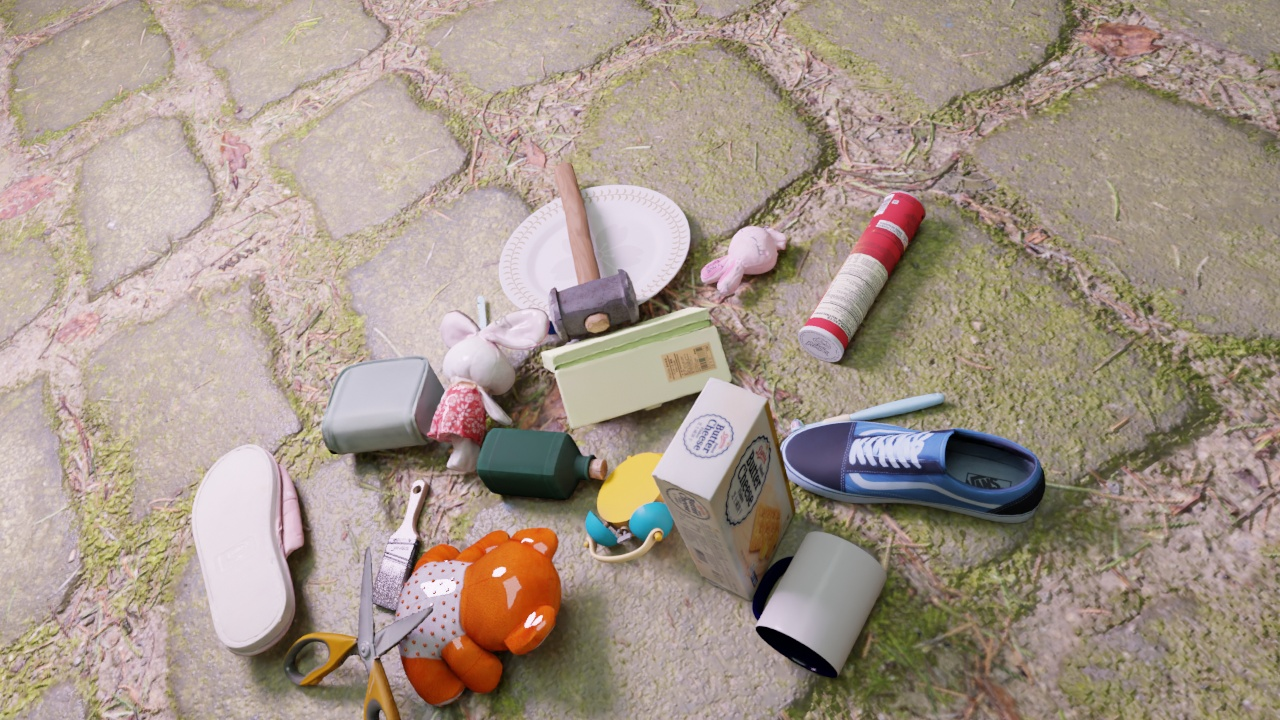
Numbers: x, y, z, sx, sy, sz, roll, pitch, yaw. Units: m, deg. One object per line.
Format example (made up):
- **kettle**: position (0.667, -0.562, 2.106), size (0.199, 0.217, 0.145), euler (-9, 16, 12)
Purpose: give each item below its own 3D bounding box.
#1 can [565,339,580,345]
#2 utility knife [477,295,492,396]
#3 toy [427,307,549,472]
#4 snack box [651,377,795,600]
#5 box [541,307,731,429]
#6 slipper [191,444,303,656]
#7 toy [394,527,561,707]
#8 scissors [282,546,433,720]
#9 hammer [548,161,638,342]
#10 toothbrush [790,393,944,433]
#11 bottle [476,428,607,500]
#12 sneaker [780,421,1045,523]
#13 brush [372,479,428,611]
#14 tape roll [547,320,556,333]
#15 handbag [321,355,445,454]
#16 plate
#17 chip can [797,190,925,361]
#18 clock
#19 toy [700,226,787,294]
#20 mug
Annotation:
- **can**: position (-0.063, 0.018, 1.040), size (0.032, 0.032, 0.095), euler (-23, 51, 1)
- **utility knife**: position (-0.194, -0.019, 1.121), size (0.022, 0.015, 0.161), euler (-16, 52, 4)
- **toy**: position (-0.184, 0.027, 1.029), size (0.159, 0.084, 0.194), euler (-4, 66, 29)
- **snack box**: position (0.080, 0.118, 0.808), size (0.057, 0.208, 0.104), euler (19, 62, 28)
- **box**: position (-0.006, -0.005, 0.998), size (0.188, 0.066, 0.127), euler (-16, 53, -12)
- **slipper**: position (-0.427, 0.205, 1.009), size (0.114, 0.054, 0.274), euler (-27, 48, -2)
- **toy**: position (-0.149, 0.235, 0.882), size (0.173, 0.093, 0.163), euler (-20, 48, 19)
- **scissors**: position (-0.264, 0.297, 0.870), size (0.226, 0.016, 0.229), euler (-31, 68, 28)
- **hammer**: position (-0.073, -0.148, 1.116), size (0.098, 0.052, 0.327), euler (-16, 45, 2)
- **toothbrush**: position (0.229, 0.053, 0.930), size (0.155, 0.016, 0.022), euler (-12, 15, 10)
- **bottle**: position (-0.099, 0.110, 0.966), size (0.131, 0.061, 0.061), euler (2, 54, 19)
- **sneaker**: position (0.245, 0.084, 0.848), size (0.241, 0.098, 0.083), euler (8, 58, 23)
- **brush**: position (-0.254, 0.196, 0.986), size (0.039, 0.012, 0.151), euler (-2, 55, 18)
- **tape roll**: position (-0.104, -0.075, 1.131), size (0.091, 0.016, 0.092), euler (19, 63, 29)
- **handbag**: position (-0.296, 0.057, 1.065), size (0.122, 0.067, 0.106), euler (-7, 45, 13)
- **plate**: position (-0.057, -0.133, 1.138), size (0.243, 0.016, 0.242), euler (-8, 49, 9)
- **chip can**: position (0.246, -0.096, 1.010), size (0.052, 0.052, 0.214), euler (22, 64, 30)
- **clock**: position (-0.006, 0.144, 0.911), size (0.099, 0.044, 0.129), euler (-15, 40, 37)
- **toy**: position (0.122, -0.121, 1.073), size (0.110, 0.047, 0.063), euler (-42, 45, -10)
- **mug**: position (0.147, 0.211, 0.811), size (0.112, 0.078, 0.096), euler (1, 50, 53)
